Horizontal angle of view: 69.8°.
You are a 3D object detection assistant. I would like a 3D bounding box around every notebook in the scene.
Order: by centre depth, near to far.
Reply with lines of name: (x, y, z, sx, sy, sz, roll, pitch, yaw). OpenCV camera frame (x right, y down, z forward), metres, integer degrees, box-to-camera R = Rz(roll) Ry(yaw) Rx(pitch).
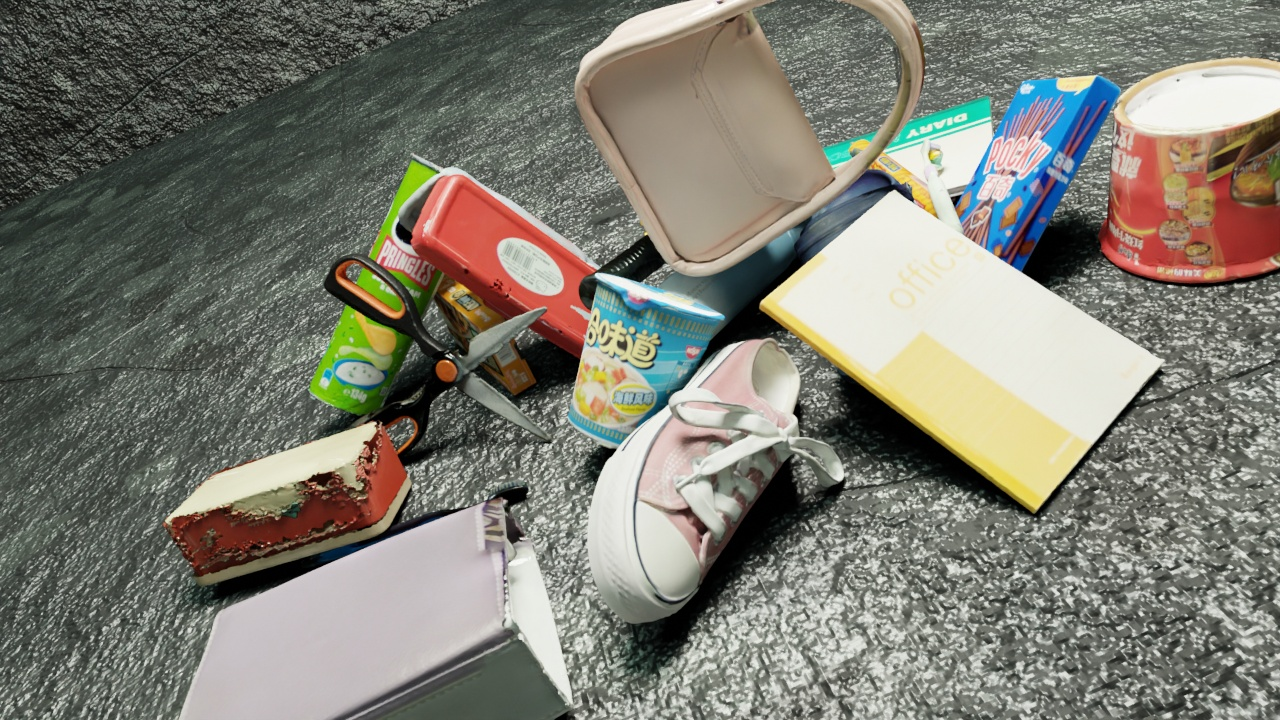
notebook: (0.199, -0.017, 0.580, 0.145, 0.010, 0.206, -39, 64, -23)
notebook: (0.225, -0.179, 0.866, 0.210, 0.012, 0.150, -12, 37, 27)

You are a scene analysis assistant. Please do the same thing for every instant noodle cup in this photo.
instant noodle cup: (0.388, -0.135, 0.633, 0.138, 0.109, 0.137, -17, 32, 11)
instant noodle cup: (-0.004, 0.004, 0.659, 0.099, 0.110, 0.099, 19, 10, -4)

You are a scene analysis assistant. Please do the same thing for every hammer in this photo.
hammer: (0.022, -0.107, 0.825, 0.129, 0.033, 0.299, -10, 18, 27)

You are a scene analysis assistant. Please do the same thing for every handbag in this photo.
handbag: (-0.150, 0.173, 0.529, 0.197, 0.098, 0.145, -25, 34, 0)
handbag: (0.087, -0.183, 0.666, 0.235, 0.193, 0.093, -20, 29, 28)

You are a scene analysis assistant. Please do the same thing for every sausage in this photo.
sausage: (0.225, -0.158, 0.800, 0.021, 0.021, 0.165, -25, 39, -3)

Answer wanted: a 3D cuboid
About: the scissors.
scissors: (-0.171, 0.002, 0.744, 0.234, 0.221, 0.021, -37, 4, 24)

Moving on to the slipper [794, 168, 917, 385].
slipper: (0.171, -0.088, 0.695, 0.105, 0.095, 0.252, -34, 25, 27)

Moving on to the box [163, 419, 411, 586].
box: (-0.276, 0.104, 0.715, 0.168, 0.077, 0.091, -18, 20, 9)

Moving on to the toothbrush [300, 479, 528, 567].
toothbrush: (-0.172, 0.124, 0.695, 0.189, 0.014, 0.016, -20, 31, 7)

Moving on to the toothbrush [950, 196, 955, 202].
toothbrush: (0.243, -0.180, 0.880, 0.017, 0.016, 0.187, -34, 33, 1)

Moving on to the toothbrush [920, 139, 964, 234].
toothbrush: (0.239, -0.135, 0.727, 0.020, 0.029, 0.189, -26, 22, 24)

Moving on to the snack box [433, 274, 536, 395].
snack box: (-0.150, -0.028, 0.845, 0.026, 0.075, 0.154, -33, 33, -17)

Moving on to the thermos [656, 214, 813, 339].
thermos: (0.068, -0.069, 0.777, 0.070, 0.070, 0.219, 17, 50, 45)

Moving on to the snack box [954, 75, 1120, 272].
snack box: (0.276, -0.131, 0.673, 0.157, 0.026, 0.084, -64, 17, 8)

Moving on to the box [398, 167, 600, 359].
box: (-0.112, -0.076, 0.786, 0.100, 0.201, 0.095, -7, 56, 51)

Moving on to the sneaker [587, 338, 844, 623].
sneaker: (0.054, 0.058, 0.569, 0.088, 0.118, 0.240, -22, 20, 43)

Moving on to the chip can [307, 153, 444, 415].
chip can: (-0.221, -0.064, 0.832, 0.072, 0.072, 0.236, 32, 98, 53)

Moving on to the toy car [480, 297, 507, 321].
toy car: (-0.113, -0.060, 0.910, 0.106, 0.031, 0.048, -15, 33, 7)
